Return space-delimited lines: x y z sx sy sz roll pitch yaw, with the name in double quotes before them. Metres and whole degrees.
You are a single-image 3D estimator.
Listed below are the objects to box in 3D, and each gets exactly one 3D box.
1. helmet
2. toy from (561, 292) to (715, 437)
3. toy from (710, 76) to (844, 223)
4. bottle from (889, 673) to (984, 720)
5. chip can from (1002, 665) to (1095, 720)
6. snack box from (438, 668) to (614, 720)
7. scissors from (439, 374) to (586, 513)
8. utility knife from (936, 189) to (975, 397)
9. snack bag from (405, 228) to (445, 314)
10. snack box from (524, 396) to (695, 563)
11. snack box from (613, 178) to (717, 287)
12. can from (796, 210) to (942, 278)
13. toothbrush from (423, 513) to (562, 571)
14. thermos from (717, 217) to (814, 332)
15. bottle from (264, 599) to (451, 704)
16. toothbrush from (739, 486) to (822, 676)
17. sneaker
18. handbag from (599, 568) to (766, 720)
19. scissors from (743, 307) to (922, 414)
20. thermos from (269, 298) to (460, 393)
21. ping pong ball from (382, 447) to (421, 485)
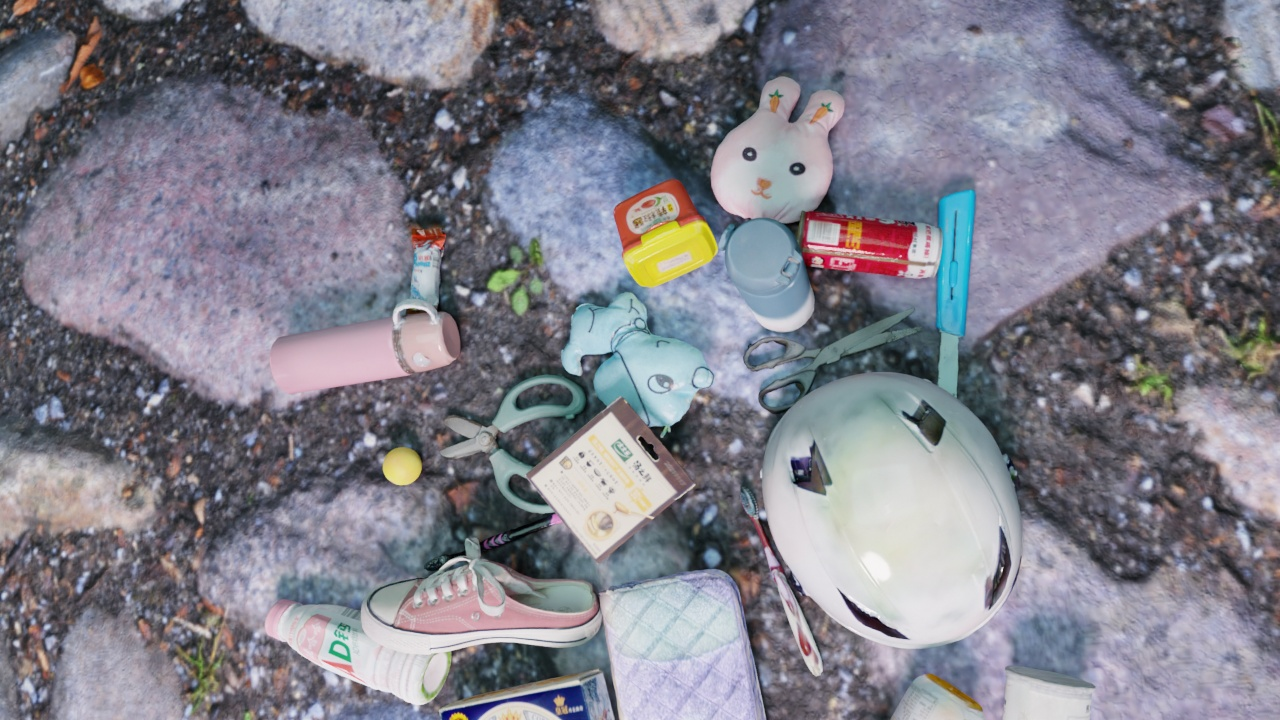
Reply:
"helmet" 0.221 0.129 0.800 0.229 0.146 0.258 -24 76 9
"toy" -0.005 0.005 0.927 0.162 0.049 0.156 -13 78 20
"toy" 0.141 -0.214 0.930 0.121 0.054 0.159 19 81 15
"bottle" 0.227 0.368 0.797 0.068 0.068 0.189 30 89 16
"chip can" 0.332 0.374 0.770 0.071 0.071 0.214 7 83 15
"snack box" -0.095 0.397 0.855 0.178 0.045 0.182 -22 76 28
"scissors" -0.125 0.070 0.961 0.175 0.019 0.176 26 88 17
"utility knife" 0.301 -0.064 0.882 0.034 0.018 0.204 3 82 13
"snack bag" -0.238 -0.095 1.013 0.048 0.026 0.104 1 80 26
"snack box" -0.029 0.115 0.899 0.125 0.053 0.113 -40 88 2
"snack box" 0.022 -0.130 0.933 0.091 0.082 0.080 -24 62 7
"can" 0.218 -0.111 0.884 0.133 0.053 0.053 7 82 7
"toothbrush" -0.139 0.182 0.945 0.189 0.018 0.014 -22 74 8
"thermos" 0.117 -0.074 0.822 0.070 0.220 0.070 -2 81 14
"bottle" -0.293 0.291 0.939 0.197 0.068 0.068 11 83 18
"toothbrush" 0.133 0.208 0.874 0.016 0.017 0.187 -24 75 9
"sneaker" -0.158 0.226 0.890 0.241 0.118 0.088 -1 119 8
"handbag" 0.040 0.297 0.852 0.134 0.075 0.193 -12 76 11
"scissors" 0.189 -0.001 0.902 0.171 0.014 0.150 16 85 11
"thermos" -0.298 -0.017 0.984 0.199 0.087 0.067 -9 42 14
"ping pong ball" -0.252 0.112 0.972 0.040 0.040 0.040 -2 80 13
